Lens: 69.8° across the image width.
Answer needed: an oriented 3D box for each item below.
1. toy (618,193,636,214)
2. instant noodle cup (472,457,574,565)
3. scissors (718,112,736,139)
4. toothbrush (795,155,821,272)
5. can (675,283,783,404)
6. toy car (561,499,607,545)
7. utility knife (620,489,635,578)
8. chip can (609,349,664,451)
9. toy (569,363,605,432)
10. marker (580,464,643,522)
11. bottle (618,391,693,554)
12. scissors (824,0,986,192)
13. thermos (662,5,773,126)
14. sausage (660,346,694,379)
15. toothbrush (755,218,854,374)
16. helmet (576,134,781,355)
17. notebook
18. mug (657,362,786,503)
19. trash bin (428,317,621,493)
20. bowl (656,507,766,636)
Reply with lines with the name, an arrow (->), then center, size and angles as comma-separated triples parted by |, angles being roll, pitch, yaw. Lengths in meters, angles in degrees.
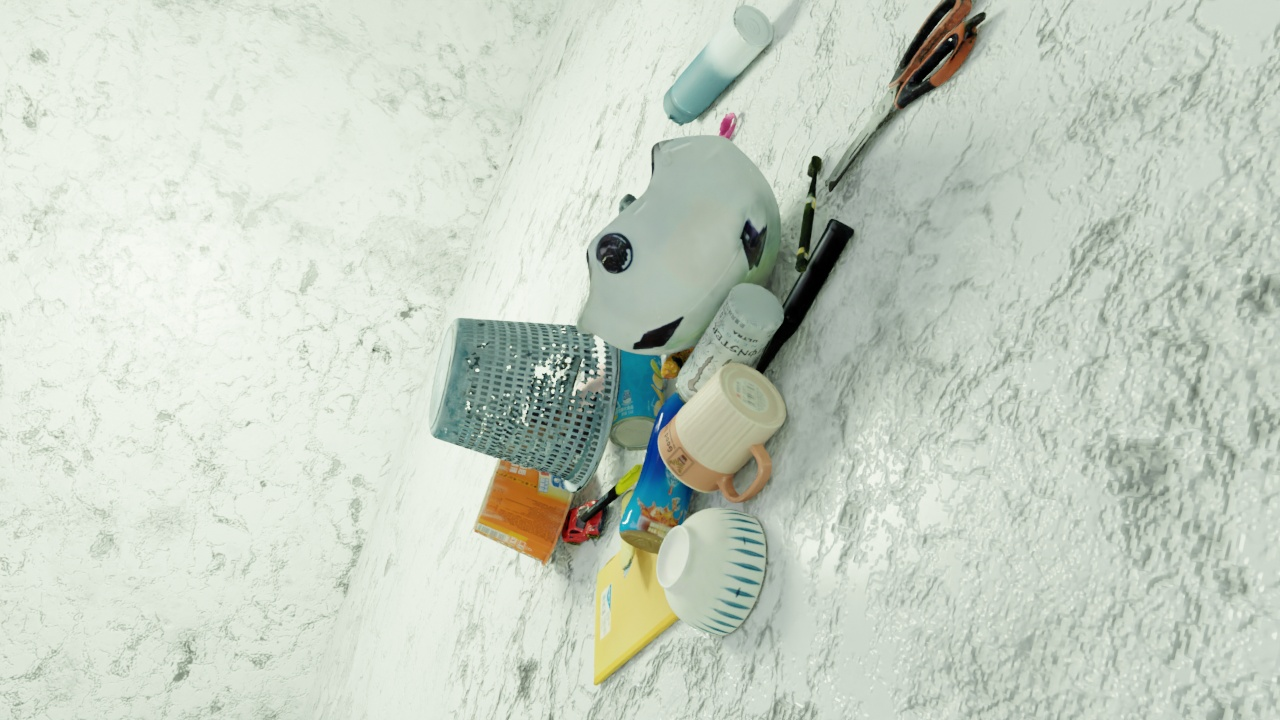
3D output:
toy -> 0.017, -0.170, 1.262 | 0.138, 0.091, 0.356 | -55, 24, 2
instant noodle cup -> -0.161, 0.196, 1.274 | 0.151, 0.111, 0.151 | -162, 92, -83
scissors -> 0.100, -0.275, 1.262 | 0.136, 0.017, 0.133 | 8, 82, 66
toothbrush -> 0.169, -0.150, 0.927 | 0.017, 0.012, 0.185 | 123, 168, -47
can -> 0.086, -0.010, 0.916 | 0.147, 0.058, 0.058 | 120, 160, -47
toy car -> -0.074, 0.211, 1.204 | 0.107, 0.031, 0.049 | -31, 43, 56
utility knife -> -0.016, 0.196, 1.065 | 0.031, 0.018, 0.162 | -58, 9, 21
chip can -> -0.007, 0.007, 1.151 | 0.071, 0.071, 0.209 | -49, 33, 42
toy -> -0.042, 0.043, 1.255 | 0.160, 0.054, 0.121 | -41, 33, 33
marker -> -0.036, 0.166, 1.141 | 0.124, 0.015, 0.018 | -43, 26, 30
bottle -> 0.038, 0.094, 0.975 | 0.065, 0.065, 0.218 | -28, 39, 60
scissors -> 0.244, -0.243, 0.865 | 0.194, 0.015, 0.206 | 16, 86, 69
thermos -> 0.103, -0.417, 1.317 | 0.221, 0.070, 0.070 | -33, 41, 58
sausage -> 0.045, -0.003, 1.042 | 0.021, 0.021, 0.165 | -63, -4, 16
toothbrush -> 0.146, -0.039, 0.901 | 0.213, 0.026, 0.027 | -63, 14, 17
helmet -> 0.057, -0.100, 0.974 | 0.259, 0.146, 0.228 | -58, -16, 12
notebook -> -0.001, 0.250, 1.011 | 0.207, 0.010, 0.145 | -51, 27, 39
mug -> 0.085, 0.076, 0.881 | 0.106, 0.081, 0.114 | -51, 53, 36
trash bin -> -0.152, 0.038, 1.137 | 0.227, 0.195, 0.226 | -169, 91, -71
bowl -> 0.057, 0.188, 0.845 | 0.117, 0.066, 0.116 | -51, 27, 39
